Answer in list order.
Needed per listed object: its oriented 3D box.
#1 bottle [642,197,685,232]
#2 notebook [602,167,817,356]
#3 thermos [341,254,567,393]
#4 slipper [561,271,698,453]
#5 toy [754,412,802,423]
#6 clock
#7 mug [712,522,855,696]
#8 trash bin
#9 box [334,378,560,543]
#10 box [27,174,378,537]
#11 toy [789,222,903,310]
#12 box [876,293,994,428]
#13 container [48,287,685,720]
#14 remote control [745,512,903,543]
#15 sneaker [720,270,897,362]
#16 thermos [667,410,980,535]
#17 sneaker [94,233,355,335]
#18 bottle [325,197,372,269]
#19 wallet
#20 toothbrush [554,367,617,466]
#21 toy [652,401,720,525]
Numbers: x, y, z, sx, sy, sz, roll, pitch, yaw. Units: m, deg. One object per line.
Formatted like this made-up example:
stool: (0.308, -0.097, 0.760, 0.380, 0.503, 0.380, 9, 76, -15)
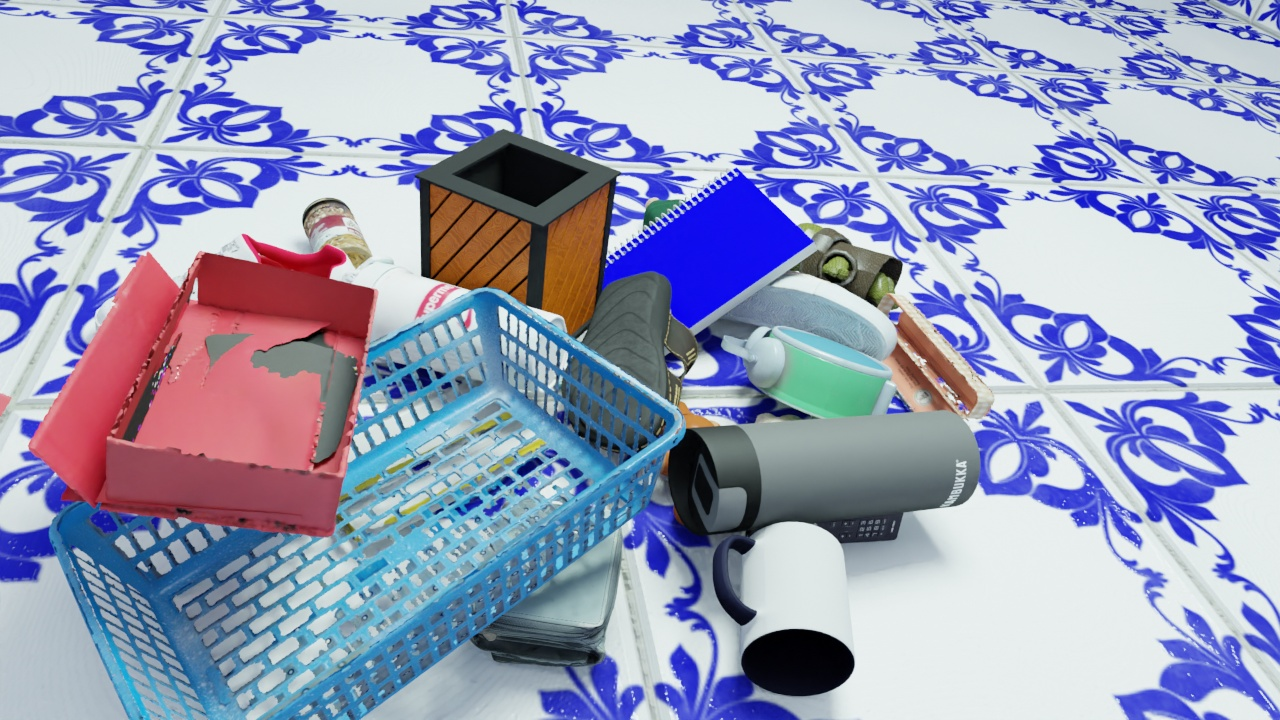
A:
bottle: (0.039, -0.156, 1.104, 0.061, 0.061, 0.131, -10, 41, -20)
notebook: (0.056, -0.108, 0.988, 0.209, 0.022, 0.171, -35, 48, 1)
thermos: (-0.179, -0.032, 0.852, 0.221, 0.099, 0.099, 13, 37, 17)
slipper: (-0.005, 0.005, 0.870, 0.113, 0.076, 0.267, -14, 33, 13)
toy: (0.142, 0.083, 0.832, 0.092, 0.046, 0.115, -1, 30, -17)
clock: (0.153, 0.012, 0.876, 0.161, 0.075, 0.121, 19, 11, -1)
mug: (0.099, 0.172, 0.666, 0.112, 0.079, 0.096, 32, 34, -17)
trash bin: (-0.123, -0.109, 0.918, 0.140, 0.172, 0.139, 24, 40, 18)
box: (-0.179, 0.076, 0.785, 0.209, 0.036, 0.130, -27, 46, -37)
box: (-0.255, 0.012, 0.600, 0.164, 0.153, 0.214, -26, 36, 9)
toy: (0.228, -0.104, 1.055, 0.153, 0.078, 0.179, 30, 11, 28)
box: (0.287, 0.006, 0.942, 0.042, 0.083, 0.186, 5, 34, -25)
container: (-0.175, 0.105, 0.634, 0.361, 0.089, 0.257, -32, 45, -27)
remote control: (0.155, 0.139, 0.773, 0.136, 0.032, 0.015, -1, 28, -13)
sneaker: (0.168, -0.070, 0.982, 0.242, 0.090, 0.090, 21, 45, 32)
thermos: (0.148, 0.088, 0.738, 0.240, 0.082, 0.082, -2, 39, -21)
sneaker: (-0.389, -0.071, 0.869, 0.236, 0.104, 0.090, -4, 39, -16)
bottle: (-0.328, -0.128, 0.994, 0.056, 0.056, 0.105, -12, 42, -25)
wallet: (-0.066, 0.160, 0.680, 0.100, 0.054, 0.131, 10, 35, 1)
toothbrush: (-0.049, 0.063, 0.842, 0.017, 0.016, 0.189, -17, 43, -16)
toy: (0.049, 0.085, 0.808, 0.094, 0.065, 0.127, 4, 28, -20)
